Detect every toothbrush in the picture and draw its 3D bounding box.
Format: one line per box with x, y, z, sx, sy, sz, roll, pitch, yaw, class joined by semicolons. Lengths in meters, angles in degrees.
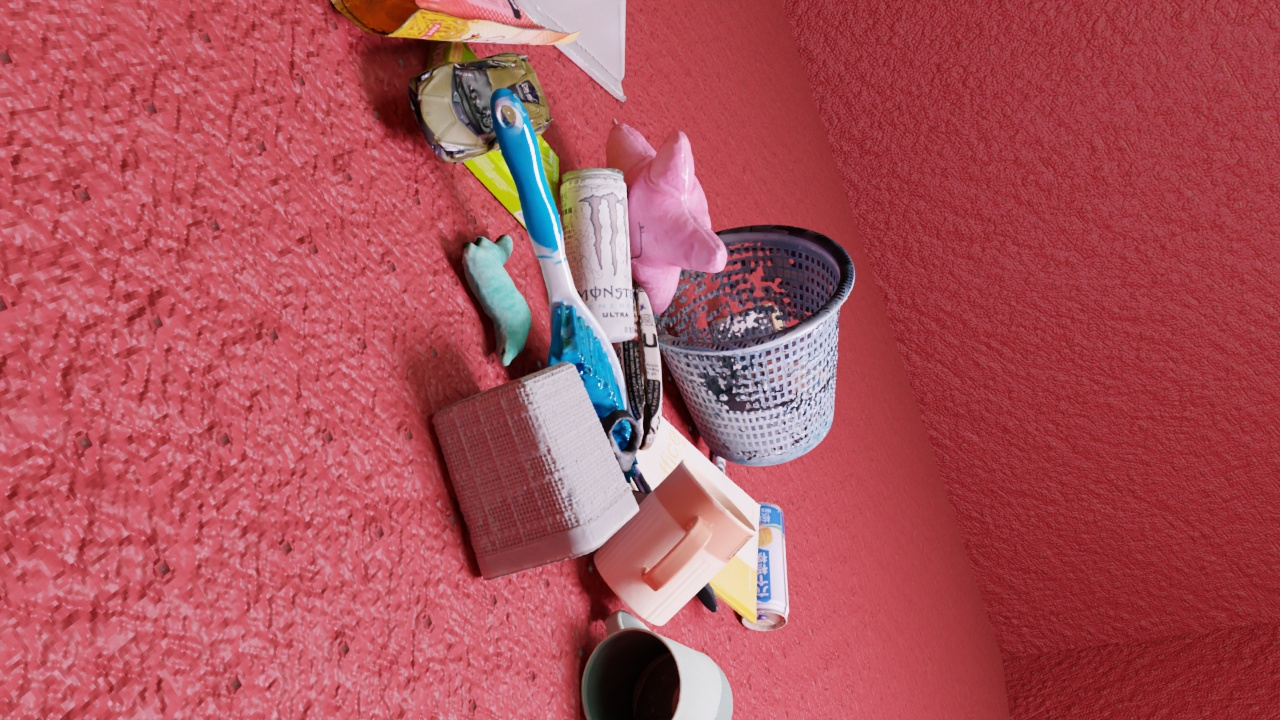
0.020;0.140;0.811;0.189;0.014;0.016;60;23;-2;toothbrush

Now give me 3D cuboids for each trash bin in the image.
0.119;-0.004;0.971;0.226;0.227;0.195;-76;156;-51;trash bin

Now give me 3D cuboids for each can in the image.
0.136;0.229;1.023;0.053;0.053;0.134;52;30;-41;can
-0.038;-0.089;0.795;0.058;0.058;0.146;1;85;-67;can

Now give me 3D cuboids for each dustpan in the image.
-0.100;-0.422;0.979;0.258;0.142;0.222;112;-34;-78;dustpan

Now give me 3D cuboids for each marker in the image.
0.086;0.140;1.015;0.017;0.017;0.145;55;29;-37;marker

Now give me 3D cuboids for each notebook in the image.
0.051;0.141;0.880;0.206;0.010;0.145;44;34;-27;notebook

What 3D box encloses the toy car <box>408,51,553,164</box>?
-0.114;-0.187;0.675;0.070;0.042;0.157;67;29;-15;toy car

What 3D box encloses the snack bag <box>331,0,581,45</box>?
-0.139;-0.276;0.686;0.128;0.073;0.207;33;23;10;snack bag

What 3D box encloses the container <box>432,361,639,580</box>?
-0.071;0.069;0.606;0.114;0.090;0.090;69;22;-2;container

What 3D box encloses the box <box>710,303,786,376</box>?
0.156;0.023;1.169;0.060;0.090;0.184;-18;94;-69;box

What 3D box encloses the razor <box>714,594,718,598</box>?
0.056;0.207;0.891;0.132;0.028;0.043;49;29;-49;razor

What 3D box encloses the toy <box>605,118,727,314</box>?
0.007;-0.139;0.854;0.074;0.195;0.178;-19;86;-24;toy

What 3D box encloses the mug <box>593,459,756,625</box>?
0.026;0.144;0.709;0.081;0.106;0.114;44;3;0;mug

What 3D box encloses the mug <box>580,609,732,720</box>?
0.011;0.243;0.697;0.106;0.082;0.111;41;14;-52;mug

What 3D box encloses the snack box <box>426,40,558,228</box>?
-0.118;-0.180;0.747;0.156;0.026;0.085;47;34;-47;snack box

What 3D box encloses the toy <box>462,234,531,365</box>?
-0.105;-0.054;0.686;0.096;0.030;0.092;-73;144;-58;toy

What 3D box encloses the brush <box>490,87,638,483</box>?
-0.059;-0.039;0.688;0.109;0.060;0.315;-92;169;-46;brush

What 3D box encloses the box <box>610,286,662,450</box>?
0.000;0.005;0.838;0.055;0.070;0.164;10;56;-26;box

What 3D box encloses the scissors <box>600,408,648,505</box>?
-0.019;0.104;0.727;0.177;0.014;0.160;-11;127;-44;scissors
